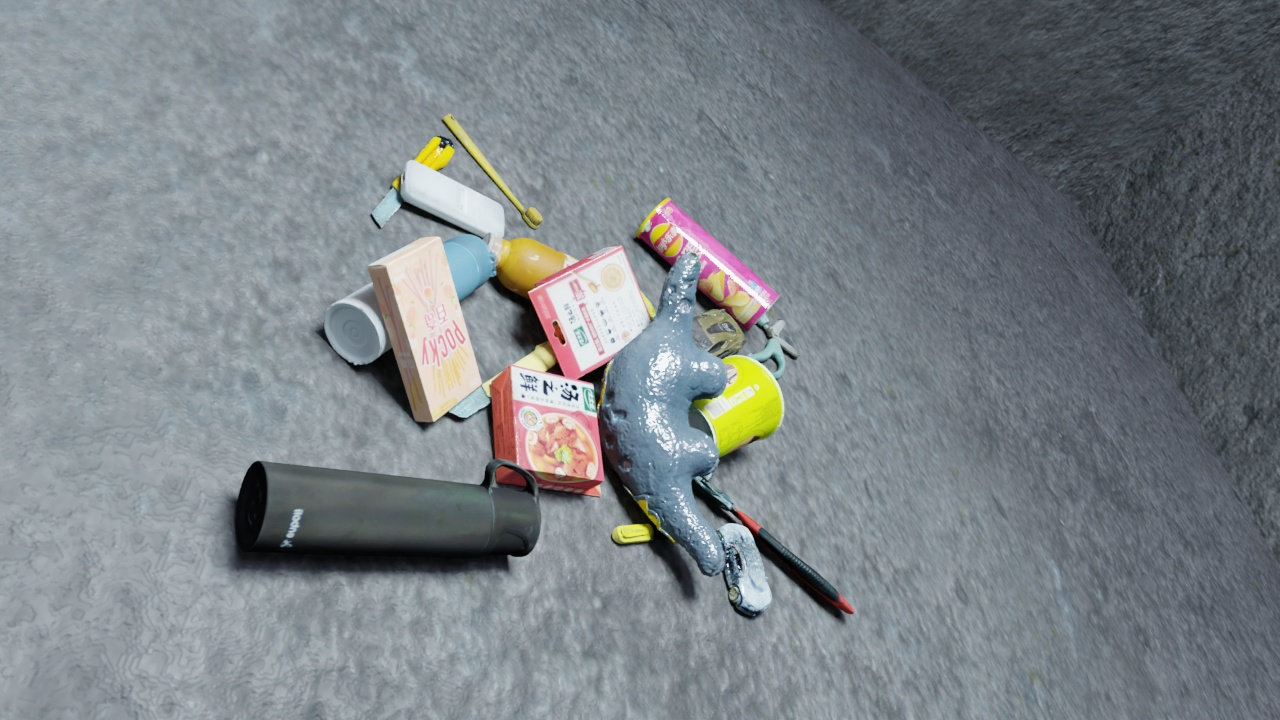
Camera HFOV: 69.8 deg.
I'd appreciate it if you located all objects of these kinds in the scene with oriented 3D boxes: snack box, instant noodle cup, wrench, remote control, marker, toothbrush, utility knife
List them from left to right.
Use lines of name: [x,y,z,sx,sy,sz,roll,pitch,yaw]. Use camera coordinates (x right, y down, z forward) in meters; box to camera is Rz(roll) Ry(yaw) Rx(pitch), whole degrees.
utility knife: [-0.262,-0.213,1.070,0.033,0.015,0.215,34,38,-12]
snack box: [-0.200,-0.030,0.864,0.084,0.026,0.157,-47,130,-55]
remote control: [-0.217,-0.184,1.070,0.136,0.020,0.055,23,48,-39]
toothbrush: [-0.189,-0.244,1.174,0.190,0.017,0.015,50,35,6]
utility knife: [-0.135,0.017,0.969,0.031,0.021,0.204,44,29,5]
snack box: [-0.085,0.073,0.930,0.127,0.044,0.113,14,54,-36]
snack box: [-0.059,-0.052,1.029,0.126,0.044,0.113,-29,107,-24]
marker: [0.019,0.180,0.968,0.124,0.015,0.018,6,57,-44]
instant noodle cup: [0.090,0.065,1.084,0.123,0.112,0.111,-26,75,-45]
wrench: [0.146,0.204,1.052,0.273,0.056,0.016,43,73,-11]

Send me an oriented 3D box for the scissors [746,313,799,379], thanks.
scissors: [0.164,-0.042,1.332,0.171,0.019,0.169,40,34,-9]

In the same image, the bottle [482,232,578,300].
bottle: [-0.100,-0.093,1.070,0.189,0.068,0.067,25,40,-27]

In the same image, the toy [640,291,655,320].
toy: [-0.017,-0.084,1.160,0.100,0.031,0.097,48,-4,-28]

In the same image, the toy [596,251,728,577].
toy: [0.023,0.052,0.989,0.091,0.138,0.355,46,42,-66]

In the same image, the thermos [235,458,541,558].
thermos: [-0.195,0.117,0.755,0.242,0.090,0.068,11,6,-39]

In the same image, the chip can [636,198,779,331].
chip can: [0.095,-0.134,1.290,0.210,0.072,0.071,41,35,3]

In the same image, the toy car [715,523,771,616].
toy car: [0.114,0.227,1.005,0.049,0.031,0.105,13,48,-37]

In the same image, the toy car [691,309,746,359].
toy car: [0.083,-0.029,1.219,0.157,0.042,0.070,-19,70,-49]

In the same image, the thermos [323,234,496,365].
thermos: [-0.224,-0.070,0.928,0.070,0.070,0.219,44,34,-2]
